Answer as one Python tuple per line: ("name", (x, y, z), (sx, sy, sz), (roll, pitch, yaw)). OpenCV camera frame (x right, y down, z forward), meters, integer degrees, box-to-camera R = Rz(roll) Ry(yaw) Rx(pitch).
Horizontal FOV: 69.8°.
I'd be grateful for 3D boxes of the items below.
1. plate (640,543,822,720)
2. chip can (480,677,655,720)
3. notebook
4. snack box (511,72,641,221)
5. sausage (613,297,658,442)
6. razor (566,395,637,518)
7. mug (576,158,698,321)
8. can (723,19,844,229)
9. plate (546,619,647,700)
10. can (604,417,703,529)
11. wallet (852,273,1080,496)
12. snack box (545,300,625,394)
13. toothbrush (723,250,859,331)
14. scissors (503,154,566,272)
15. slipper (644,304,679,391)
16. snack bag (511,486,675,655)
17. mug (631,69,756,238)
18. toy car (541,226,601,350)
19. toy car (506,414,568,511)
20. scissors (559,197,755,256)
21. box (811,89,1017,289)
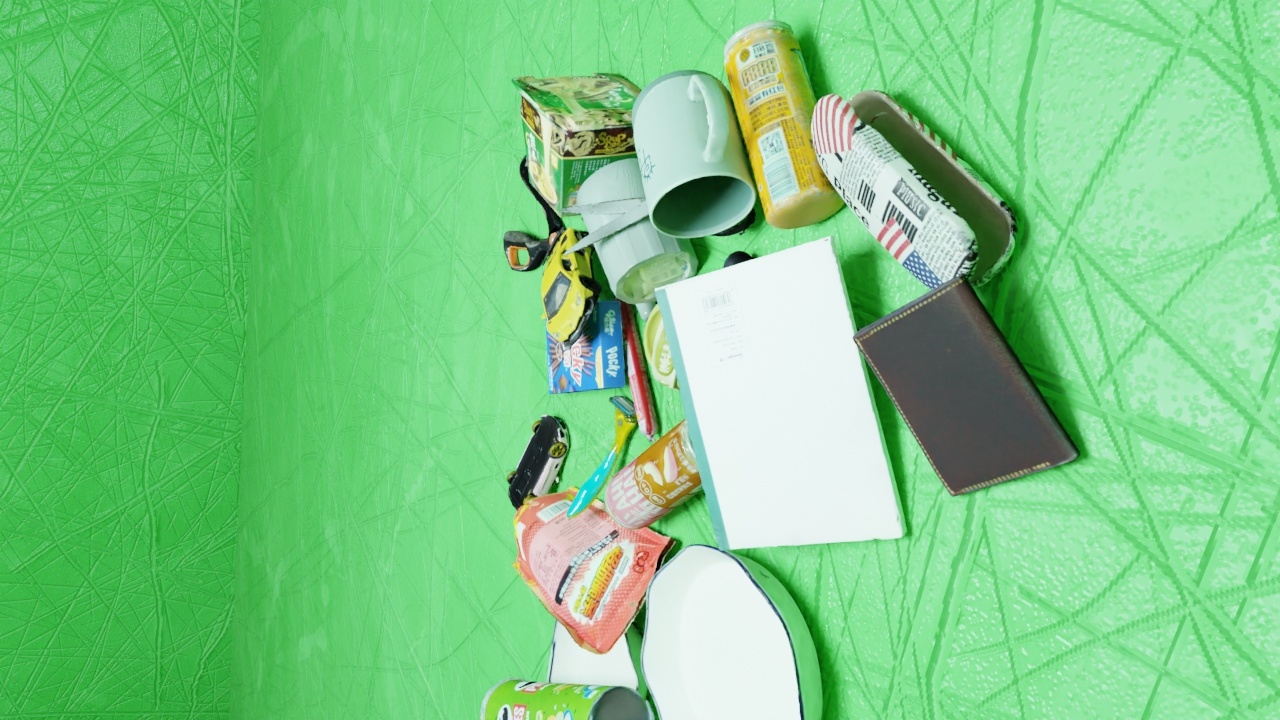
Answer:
("plate", (0.073, 0.253, 0.751), (0.205, 0.045, 0.205), (3, 94, 55))
("chip can", (-0.077, 0.350, 0.895), (0.237, 0.072, 0.072), (-26, 70, 54))
("notebook", (0.095, 0.031, 0.661), (0.151, 0.012, 0.209), (-13, 91, 36))
("snack box", (-0.055, -0.204, 0.879), (0.117, 0.118, 0.106), (52, 142, 42))
("sausage", (-0.005, 0.005, 0.883), (0.020, 0.020, 0.155), (-35, 62, 52))
("razor", (-0.038, 0.100, 0.908), (0.043, 0.028, 0.132), (37, 103, 48))
("mug", (-0.003, -0.105, 0.835), (0.124, 0.083, 0.103), (94, 157, -62))
("can", (0.104, -0.172, 0.675), (0.058, 0.058, 0.146), (-34, 63, 52))
("plate", (-0.045, 0.361, 0.944), (0.162, 0.034, 0.266), (29, 115, 53))
("can", (0.025, 0.099, 0.807), (0.148, 0.057, 0.058), (-44, 55, 48))
("wallet", (0.190, 0.019, 0.553), (0.122, 0.020, 0.097), (59, 146, 5))
("snack box", (-0.060, -0.010, 0.941), (0.157, 0.026, 0.084), (170, 97, -65))
("toothbrush", (0.132, -0.031, 0.670), (0.212, 0.026, 0.027), (41, 153, 47))
("scissors", (-0.103, -0.148, 1.024), (0.221, 0.021, 0.223), (-18, 76, 56))
("slipper", (0.043, -0.003, 0.754), (0.191, 0.081, 0.092), (29, 114, 56))
("snack bag", (-0.055, 0.197, 0.909), (0.128, 0.073, 0.208), (-52, 32, -12))
("mug", (0.041, -0.167, 0.695), (0.112, 0.082, 0.106), (113, 151, -63))
("toy car", (-0.071, -0.075, 0.900), (0.071, 0.041, 0.155), (-55, 26, 29))
("toy car", (-0.113, 0.119, 1.039), (0.056, 0.037, 0.122), (44, 114, 44))
("scissors", (0.018, -0.132, 0.765), (0.159, 0.014, 0.172), (34, 89, 28))
("box", (0.156, -0.106, 0.579), (0.163, 0.079, 0.074), (57, 140, 29))
